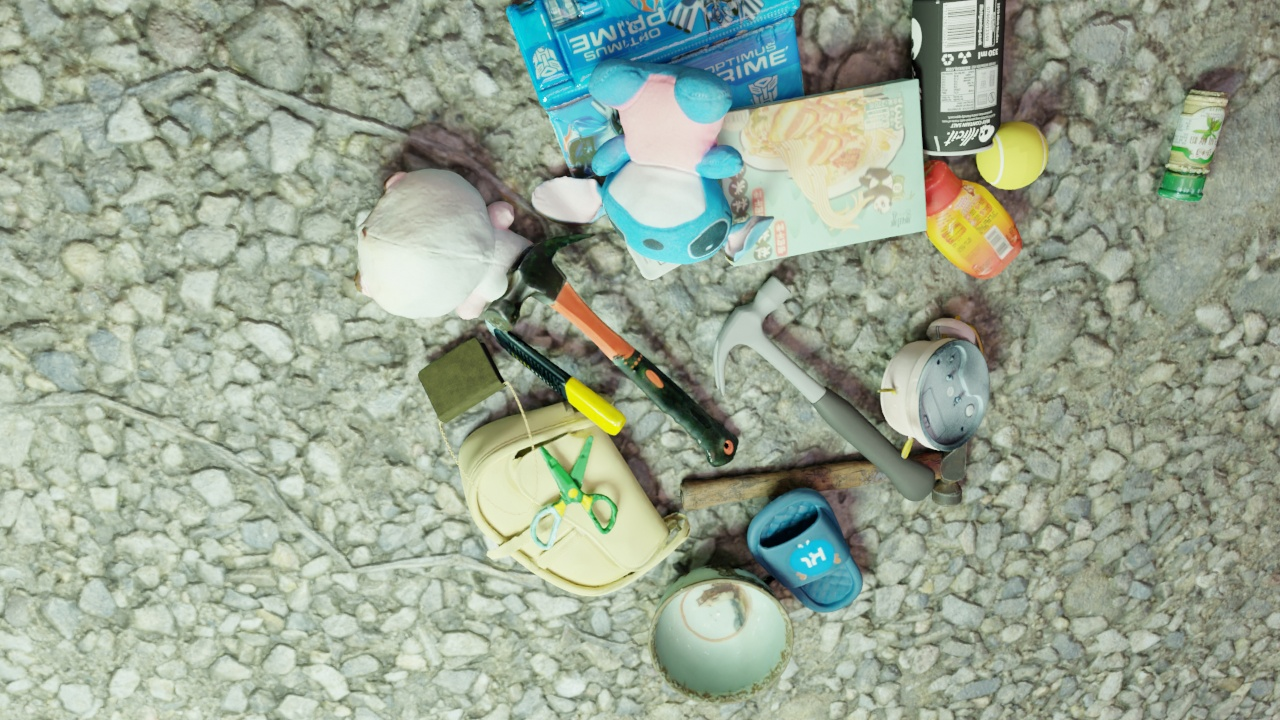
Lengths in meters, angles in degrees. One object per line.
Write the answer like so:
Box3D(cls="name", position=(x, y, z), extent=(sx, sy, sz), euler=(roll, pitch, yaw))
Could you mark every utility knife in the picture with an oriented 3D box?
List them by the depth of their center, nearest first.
Box3D(cls="utility knife", position=(-0.088, 0.014, 0.916), extent=(0.174, 0.020, 0.029), euler=(37, 146, 0))

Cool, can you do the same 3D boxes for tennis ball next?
Box3D(cls="tennis ball", position=(0.365, -0.201, 0.900), extent=(0.065, 0.065, 0.065), euler=(-3, 113, -8))

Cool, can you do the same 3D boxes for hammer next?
Box3D(cls="hammer", position=(-0.005, 0.005, 0.922), extent=(0.333, 0.033, 0.132), euler=(44, 58, -30))
Box3D(cls="hammer", position=(0.204, 0.054, 0.984), extent=(0.311, 0.029, 0.125), euler=(41, 97, -16))
Box3D(cls="hammer", position=(0.207, 0.125, 1.036), extent=(0.330, 0.033, 0.120), euler=(-6, 110, -6))

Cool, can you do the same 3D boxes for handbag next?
Box3D(cls="handbag", position=(-0.149, 0.070, 0.894), extent=(0.084, 0.027, 0.178), euler=(-31, 71, 4))
Box3D(cls="handbag", position=(-0.071, 0.151, 0.970), extent=(0.191, 0.088, 0.233), euler=(-31, 114, 1))

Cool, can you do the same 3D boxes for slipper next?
Box3D(cls="slipper", position=(0.190, 0.226, 1.037), extent=(0.104, 0.059, 0.214), euler=(-29, 125, 8))

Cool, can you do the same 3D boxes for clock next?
Box3D(cls="clock", position=(0.321, 0.022, 0.975), extent=(0.157, 0.059, 0.117), euler=(-41, 118, -23))

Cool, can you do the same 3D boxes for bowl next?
Box3D(cls="bowl", position=(0.088, 0.296, 1.045), extent=(0.160, 0.093, 0.160), euler=(0, 106, 1))

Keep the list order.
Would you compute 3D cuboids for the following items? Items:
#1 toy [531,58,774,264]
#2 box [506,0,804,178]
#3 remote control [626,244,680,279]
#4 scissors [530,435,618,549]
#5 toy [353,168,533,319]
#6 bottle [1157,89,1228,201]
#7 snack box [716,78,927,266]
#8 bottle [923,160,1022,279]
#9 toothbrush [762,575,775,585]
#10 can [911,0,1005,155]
Box3D(cls="toy", position=(0.010, -0.171, 0.806), extent=(0.224, 0.098, 0.192), euler=(14, 132, 22))
Box3D(cls="box", position=(0.024, -0.272, 0.819), extent=(0.243, 0.059, 0.176), euler=(-21, 115, 0))
Box3D(cls="remote control", position=(0.052, -0.131, 0.902), extent=(0.133, 0.022, 0.050), euler=(-29, 113, 4))
Box3D(cls="scissors", position=(-0.075, 0.137, 0.919), extent=(0.123, 0.011, 0.127), euler=(-38, 115, -11))
Box3D(cls="toy", position=(-0.169, -0.099, 0.845), extent=(0.179, 0.101, 0.139), euler=(13, 96, -39))
Box3D(cls="bottle", position=(0.567, -0.220, 0.939), extent=(0.042, 0.042, 0.110), euler=(1, 111, -10))
Box3D(cls="snack box", position=(0.167, -0.177, 0.865), extent=(0.193, 0.044, 0.141), euler=(-11, 109, -4))
Box3D(cls="bottle", position=(0.323, -0.144, 0.927), extent=(0.134, 0.048, 0.071), euler=(39, 101, -22))
Box3D(cls="toothbrush", position=(0.135, 0.278, 1.097), extent=(0.017, 0.014, 0.188), euler=(42, 101, -9))
Box3D(cls="can", position=(0.293, -0.271, 0.851), extent=(0.080, 0.080, 0.146), euler=(-10, 114, -5))
